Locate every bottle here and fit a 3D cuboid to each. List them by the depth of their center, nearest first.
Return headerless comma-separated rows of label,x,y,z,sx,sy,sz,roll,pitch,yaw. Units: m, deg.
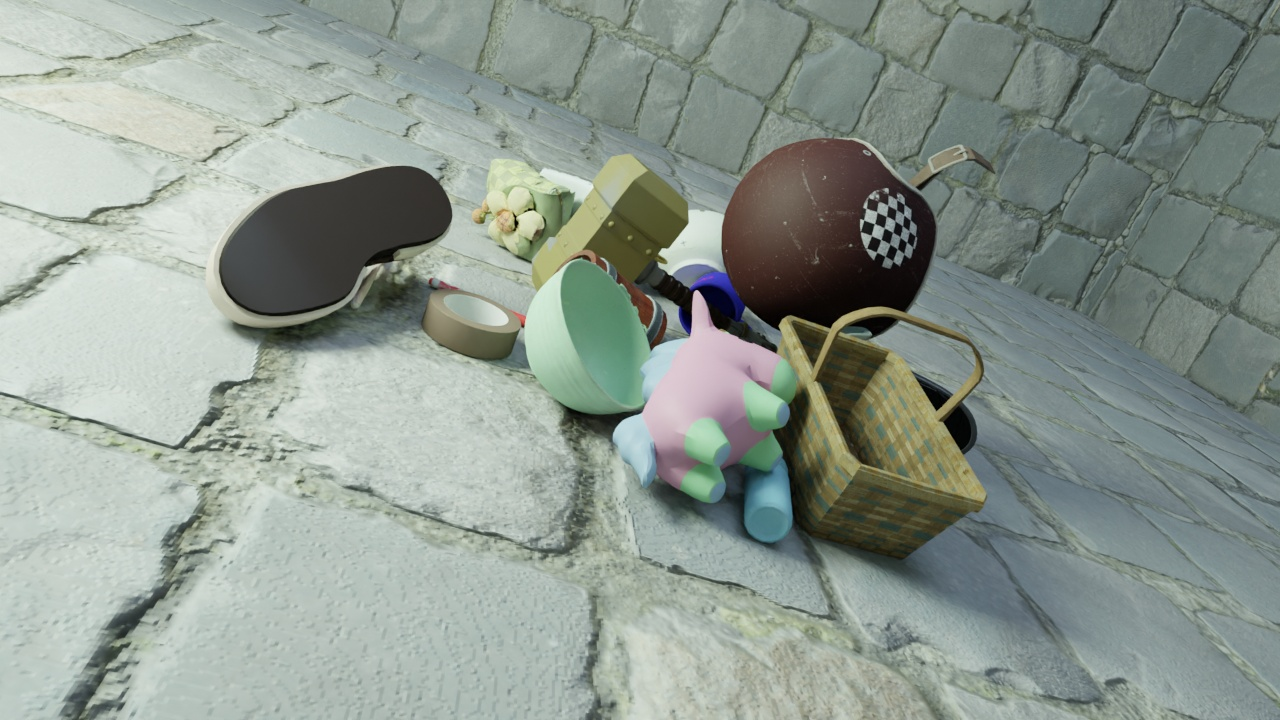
bottle,0.112,0.114,0.815,0.040,0.040,0.129,23,19,-1

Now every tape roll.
tape roll,-0.168,-0.037,0.911,0.093,0.030,0.093,21,19,-8

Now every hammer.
hammer,0.050,-0.078,1.117,0.324,0.190,0.100,33,13,-28

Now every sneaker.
sneaker,-0.304,-0.102,0.860,0.112,0.117,0.292,56,33,-12
sneaker,0.317,0.038,1.199,0.257,0.093,0.160,31,12,17

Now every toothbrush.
toothbrush,-0.279,-0.086,0.939,0.018,0.016,0.181,12,21,-12

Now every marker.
marker,-0.165,-0.060,1.002,0.142,0.013,0.012,23,19,1

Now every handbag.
handbag,-0.171,-0.204,1.254,0.116,0.113,0.186,-12,34,-37

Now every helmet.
helmet,0.224,-0.139,1.050,0.253,0.233,0.234,20,-23,-29

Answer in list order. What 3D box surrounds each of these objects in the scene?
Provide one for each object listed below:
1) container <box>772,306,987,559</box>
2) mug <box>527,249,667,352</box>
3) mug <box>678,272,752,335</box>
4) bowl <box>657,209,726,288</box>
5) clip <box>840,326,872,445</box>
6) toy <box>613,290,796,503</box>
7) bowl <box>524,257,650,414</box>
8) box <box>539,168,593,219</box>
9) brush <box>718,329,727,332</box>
container,0.220,0.040,0.864,0.157,0.187,0.249,17,30,-17
mug,-0.050,-0.047,0.968,0.111,0.118,0.081,41,25,-35
mug,0.109,-0.062,1.232,0.111,0.079,0.083,42,20,0
bowl,0.081,-0.135,1.306,0.153,0.154,0.072,18,49,-15
clip,0.196,0.050,1.018,0.164,0.169,0.031,61,7,-23
toy,0.048,0.038,0.817,0.221,0.120,0.171,-24,42,-36
bowl,-0.057,-0.012,0.860,0.151,0.077,0.150,44,34,-40
box,-0.080,-0.216,1.313,0.129,0.106,0.211,-8,23,-32
brush,0.070,0.007,1.023,0.059,0.043,0.195,9,22,11
